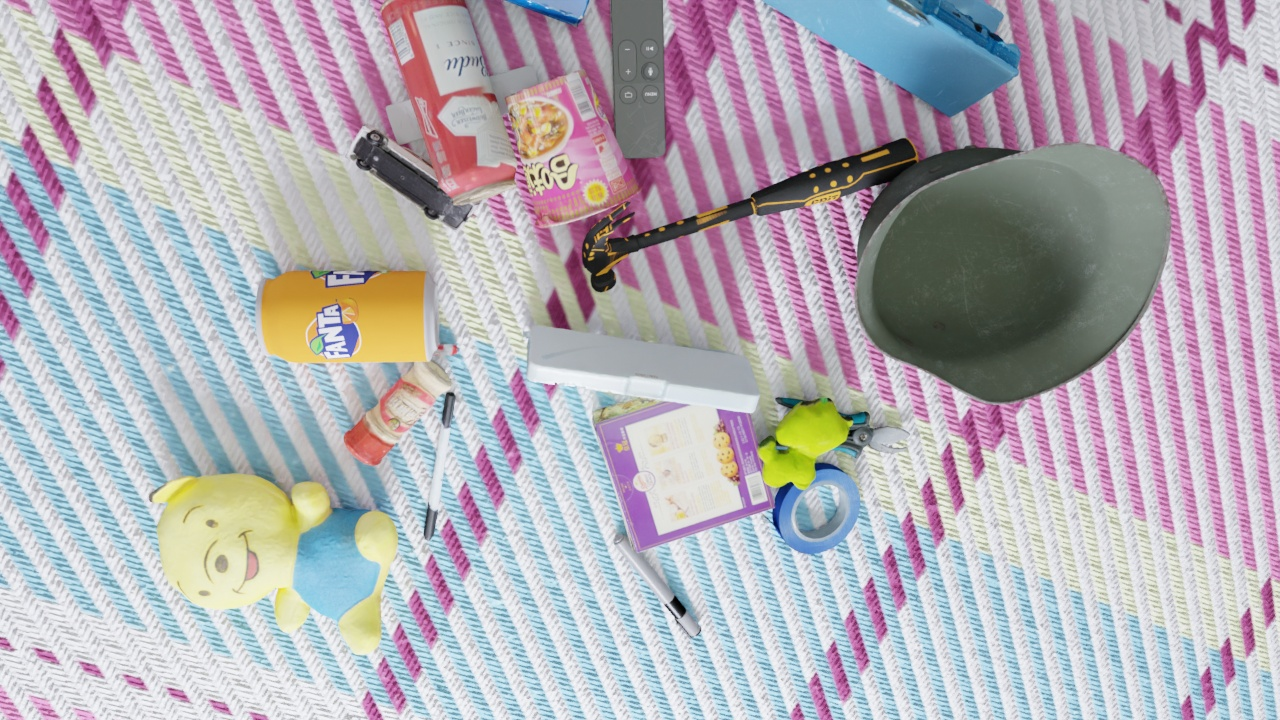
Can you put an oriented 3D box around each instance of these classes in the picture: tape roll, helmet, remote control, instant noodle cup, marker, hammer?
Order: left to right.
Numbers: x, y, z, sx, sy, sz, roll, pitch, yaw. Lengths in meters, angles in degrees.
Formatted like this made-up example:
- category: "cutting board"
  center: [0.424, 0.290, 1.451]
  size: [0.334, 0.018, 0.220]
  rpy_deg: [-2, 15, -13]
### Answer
- category: "marker"
  center: [-0.239, -0.007, 0.834]
  size: [0.142, 0.012, 0.013]
  rpy_deg: [-2, 106, -7]
- category: "marker"
  center: [-0.192, 0.102, 0.874]
  size: [0.011, 0.011, 0.152]
  rpy_deg: [9, 105, -11]
- category: "remote control"
  center: [-0.150, -0.218, 0.784]
  size: [0.131, 0.012, 0.033]
  rpy_deg: [-17, 106, -3]
- category: "instant noodle cup"
  center: [-0.061, -0.179, 0.764]
  size: [0.097, 0.097, 0.109]
  rpy_deg: [-20, 108, -2]
- category: "remote control"
  center: [-0.002, -0.251, 0.798]
  size: [0.045, 0.008, 0.147]
  rpy_deg: [-4, 107, -7]
- category: "marker"
  center: [0.018, 0.231, 0.939]
  size: [0.016, 0.016, 0.140]
  rpy_deg: [-36, 108, 3]
- category: "hammer"
  center: [0.101, -0.138, 0.810]
  size: [0.320, 0.123, 0.036]
  rpy_deg: [-19, 71, -9]
- category: "tape roll"
  center: [0.179, 0.150, 0.931]
  size: [0.093, 0.016, 0.091]
  rpy_deg: [-45, 114, 2]
- category: "helmet"
  center: [0.291, -0.096, 0.806]
  size: [0.267, 0.153, 0.227]
  rpy_deg: [-7, 119, -14]

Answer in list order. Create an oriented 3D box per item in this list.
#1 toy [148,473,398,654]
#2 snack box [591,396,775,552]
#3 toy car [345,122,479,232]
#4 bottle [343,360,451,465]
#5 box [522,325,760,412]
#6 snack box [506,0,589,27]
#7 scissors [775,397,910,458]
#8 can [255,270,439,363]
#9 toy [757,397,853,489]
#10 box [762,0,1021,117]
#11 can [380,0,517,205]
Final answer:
- category: "toy"
  center: [-0.331, 0.175, 0.839]
  size: [0.214, 0.084, 0.149]
  rpy_deg: [13, 103, -9]
- category: "snack box"
  center: [0.042, 0.097, 0.890]
  size: [0.148, 0.040, 0.143]
  rpy_deg: [-17, 108, -3]
- category: "toy car"
  center: [-0.192, -0.158, 0.783]
  size: [0.113, 0.039, 0.039]
  rpy_deg: [35, 125, -15]
- category: "bottle"
  center: [-0.221, 0.046, 0.837]
  size: [0.109, 0.044, 0.044]
  rpy_deg: [-45, 107, 6]
- category: "box"
  center: [-0.003, -0.001, 0.804]
  size: [0.197, 0.136, 0.049]
  rpy_deg: [9, 103, -11]
- category: "snack box"
  center: [-0.102, -0.411, 0.712]
  size: [0.195, 0.056, 0.239]
  rpy_deg: [17, 104, -12]
- category: "scissors"
  center: [0.192, 0.069, 0.915]
  size: [0.128, 0.019, 0.153]
  rpy_deg: [-37, 107, 4]
- category: "can"
  center: [-0.248, -0.038, 0.789]
  size: [0.142, 0.079, 0.079]
  rpy_deg: [-1, 106, -8]
- category: "toy"
  center: [0.157, 0.079, 0.880]
  size: [0.094, 0.036, 0.093]
  rpy_deg: [4, 103, -20]
- category: "box"
  center: [0.214, -0.317, 0.785]
  size: [0.231, 0.094, 0.102]
  rpy_deg: [25, 72, -13]
- category: "can"
  center: [-0.152, -0.215, 0.741]
  size: [0.067, 0.067, 0.170]
  rpy_deg: [-18, 97, -3]
